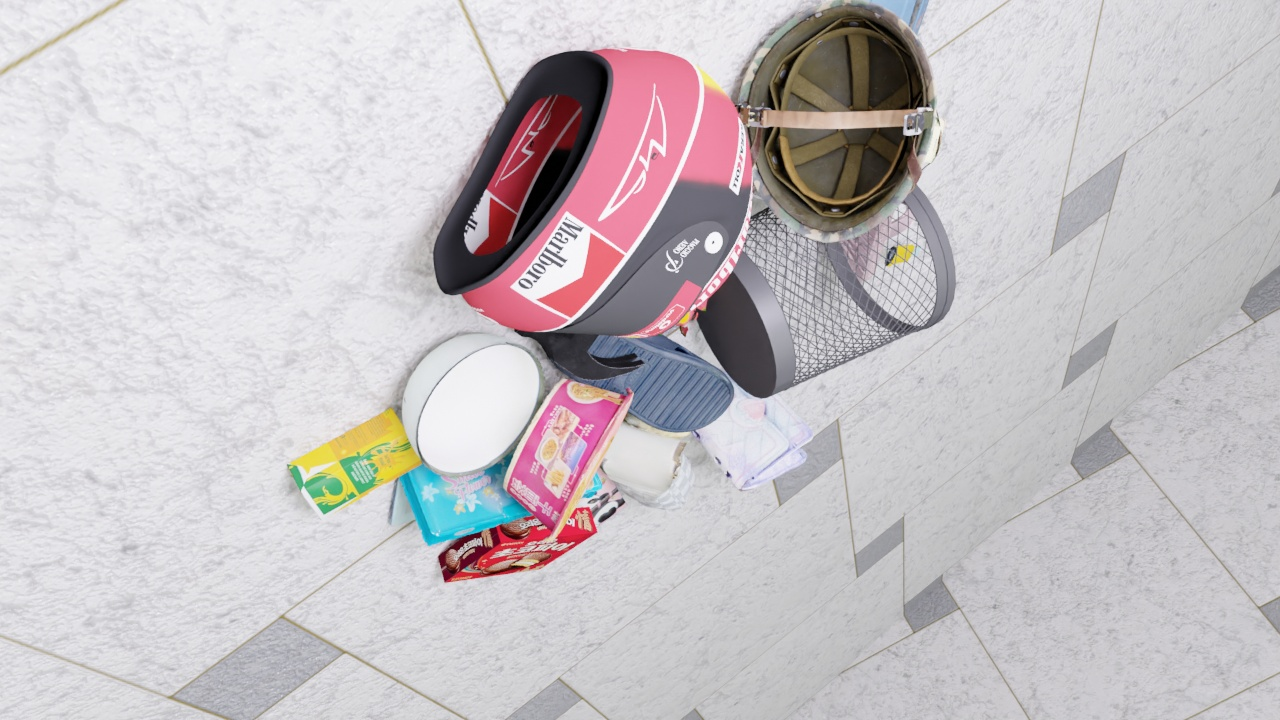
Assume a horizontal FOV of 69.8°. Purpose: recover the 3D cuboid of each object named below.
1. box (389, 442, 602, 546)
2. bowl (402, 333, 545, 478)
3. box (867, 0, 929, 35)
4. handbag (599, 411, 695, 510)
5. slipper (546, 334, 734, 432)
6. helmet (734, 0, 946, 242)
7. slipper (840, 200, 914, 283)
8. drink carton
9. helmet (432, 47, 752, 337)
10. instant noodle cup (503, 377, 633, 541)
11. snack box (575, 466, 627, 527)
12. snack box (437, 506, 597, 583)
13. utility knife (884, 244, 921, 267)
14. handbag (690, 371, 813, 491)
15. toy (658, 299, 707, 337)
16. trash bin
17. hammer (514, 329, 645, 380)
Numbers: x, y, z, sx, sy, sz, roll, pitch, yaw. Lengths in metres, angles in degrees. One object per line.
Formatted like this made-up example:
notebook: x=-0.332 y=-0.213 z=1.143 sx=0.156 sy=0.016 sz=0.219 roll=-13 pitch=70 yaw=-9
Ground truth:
box: x=-0.175 y=0.157 z=1.081 sx=0.226 sy=0.097 sz=0.117 roll=-11 pitch=157 yaw=-38
bowl: x=-0.179 y=0.036 z=0.931 sx=0.153 sy=0.073 sz=0.154 roll=-30 pitch=138 yaw=-32
box: x=0.276 y=-0.371 z=0.966 sx=0.122 sy=0.047 sz=0.210 roll=-20 pitch=142 yaw=-26
handbag: x=0.017 y=0.125 z=1.202 sx=0.171 sy=0.112 sz=0.123 roll=66 pitch=41 yaw=-66
slipper: x=-0.006 y=0.006 z=1.084 sx=0.263 sy=0.082 sz=0.101 roll=25 pitch=106 yaw=-33
helmet: x=0.192 y=-0.230 z=0.895 sx=0.236 sy=0.193 sz=0.224 roll=6 pitch=92 yaw=-67
slipper: x=0.292 y=-0.194 z=1.135 sx=0.064 sy=0.094 sz=0.240 roll=-25 pitch=148 yaw=-17
drink carton: x=-0.288 y=0.104 z=0.940 sx=0.122 sy=0.041 sz=0.058 roll=-29 pitch=144 yaw=-16
helmet: x=-0.018 y=-0.129 z=0.794 sx=0.224 sy=0.198 sz=0.271 roll=29 pitch=90 yaw=-40
instant noodle cup: x=-0.083 y=0.096 z=0.994 sx=0.178 sy=0.078 sz=0.179 roll=-61 pitch=176 yaw=-7
snack box: x=-0.078 y=0.180 z=1.233 sx=0.088 sy=0.033 sz=0.154 roll=-35 pitch=145 yaw=-9
snack box: x=-0.156 y=0.234 z=1.168 sx=0.151 sy=0.035 sz=0.133 roll=4 pitch=148 yaw=-44
utility knife: x=0.367 y=-0.146 z=1.269 sx=0.227 sy=0.019 sz=0.030 roll=-12 pitch=134 yaw=-60
handbag: x=0.138 y=0.088 z=1.234 sx=0.126 sy=0.158 sz=0.069 roll=-24 pitch=145 yaw=-25
toy: x=0.044 y=-0.075 z=1.031 sx=0.046 sy=0.084 sz=0.104 roll=4 pitch=156 yaw=-21
trash bin: x=0.197 y=-0.090 z=1.056 sx=0.227 sy=0.217 sz=0.218 roll=-26 pitch=143 yaw=-15
hammer: x=0.010 y=-0.116 z=0.965 sx=0.132 sy=0.040 sz=0.305 roll=35 pitch=95 yaw=-25
